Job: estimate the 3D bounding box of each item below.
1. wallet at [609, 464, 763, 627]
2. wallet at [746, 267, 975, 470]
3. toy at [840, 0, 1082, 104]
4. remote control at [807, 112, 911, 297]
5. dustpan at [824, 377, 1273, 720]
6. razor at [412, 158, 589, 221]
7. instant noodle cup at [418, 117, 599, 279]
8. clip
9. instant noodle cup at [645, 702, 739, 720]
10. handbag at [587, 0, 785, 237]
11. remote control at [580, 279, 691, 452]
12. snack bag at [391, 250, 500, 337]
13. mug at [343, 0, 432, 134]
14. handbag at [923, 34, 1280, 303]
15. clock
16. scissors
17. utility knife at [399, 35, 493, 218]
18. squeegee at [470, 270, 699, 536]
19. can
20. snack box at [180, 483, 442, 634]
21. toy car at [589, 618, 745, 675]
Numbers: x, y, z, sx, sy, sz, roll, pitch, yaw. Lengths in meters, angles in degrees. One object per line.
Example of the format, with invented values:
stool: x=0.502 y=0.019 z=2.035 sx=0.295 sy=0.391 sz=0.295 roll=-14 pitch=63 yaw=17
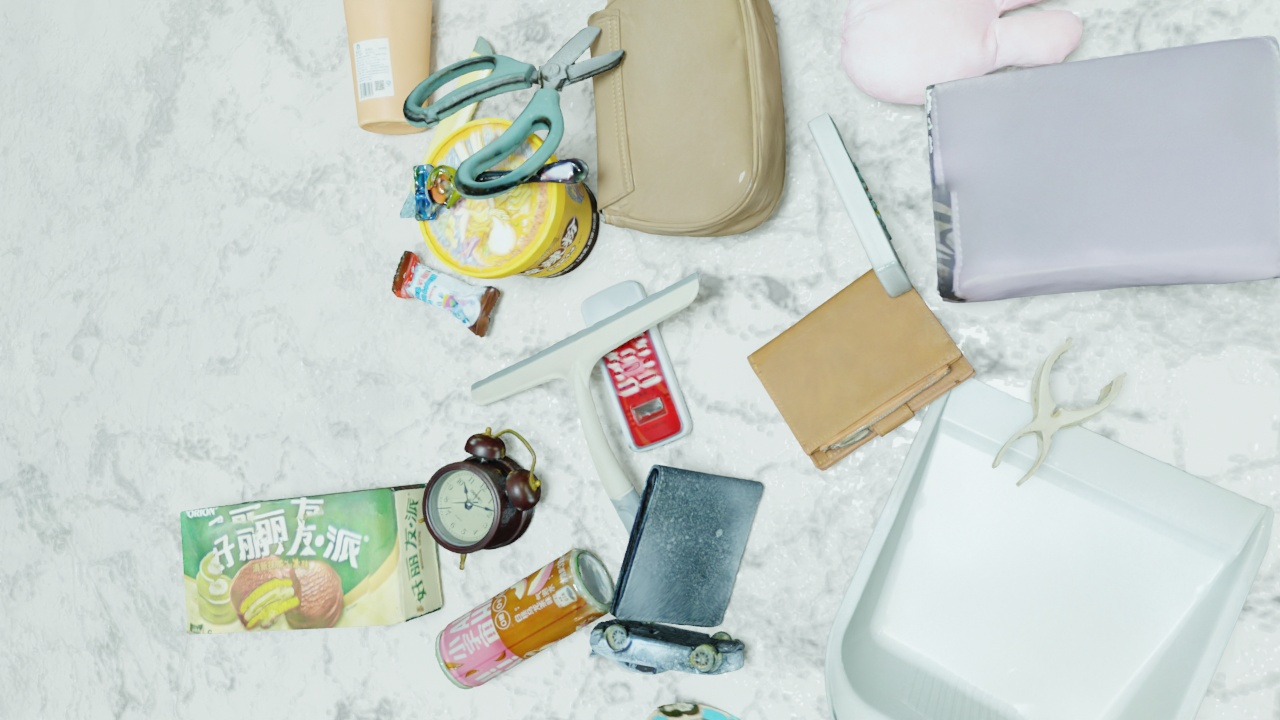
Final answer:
wallet: x=0.036 y=0.141 z=0.686 sx=0.019 sy=0.097 sz=0.121 roll=26 pitch=101 yaw=62
wallet: x=0.157 y=0.003 z=0.666 sx=0.132 sy=0.031 sz=0.107 roll=-37 pitch=66 yaw=16
toy: x=0.221 y=-0.237 z=0.641 sx=0.160 sy=0.054 sz=0.121 roll=3 pitch=79 yaw=22
remote control: x=0.155 y=-0.109 z=0.647 sx=0.019 sy=0.056 sz=0.135 roll=-26 pitch=65 yaw=17
dustpan: x=0.241 y=0.167 z=0.576 sx=0.223 sy=0.142 sz=0.258 roll=26 pitch=98 yaw=19
razor: x=-0.104 y=-0.128 z=0.657 sx=0.143 sy=0.022 sz=0.042 roll=-3 pitch=89 yaw=20
instant noodle cup: x=-0.096 y=-0.118 z=0.726 sx=0.119 sy=0.114 sz=0.118 roll=-1 pitch=87 yaw=20
clip: x=0.286 y=0.040 z=0.607 sx=0.089 sy=0.035 sz=0.104 roll=16 pitch=77 yaw=13
instant noodle cup: x=0.035 y=0.335 z=0.673 sx=0.111 sy=0.111 sz=0.120 roll=24 pitch=105 yaw=20
handbag: x=0.036 y=-0.192 z=0.693 sx=0.148 sy=0.099 sz=0.204 roll=-5 pitch=86 yaw=28
remote control: x=-0.004 y=0.004 z=0.738 sx=0.056 sy=0.020 sz=0.136 roll=-22 pitch=81 yaw=19
snack bag: x=-0.171 y=-0.059 z=0.800 sx=0.105 sy=0.026 sz=0.045 roll=24 pitch=93 yaw=18
mug: x=-0.219 y=-0.265 z=0.802 sx=0.078 sy=0.078 sz=0.123 roll=-1 pitch=92 yaw=21
handbag: x=0.289 y=-0.114 z=0.589 sx=0.197 sy=0.098 sz=0.145 roll=-3 pitch=85 yaw=20
clock: x=-0.128 y=0.110 z=0.761 sx=0.082 sy=0.055 sz=0.122 roll=44 pitch=106 yaw=17
scissors: x=-0.102 y=-0.194 z=0.669 sx=0.177 sy=0.019 sz=0.174 roll=26 pitch=71 yaw=28
utility knife: x=-0.172 y=-0.201 z=0.810 sx=0.031 sy=0.019 sz=0.175 roll=35 pitch=99 yaw=23
squeegee: x=-0.015 y=0.094 z=0.714 sx=0.247 sy=0.039 sz=0.246 roll=-24 pitch=87 yaw=33
can: x=-0.094 y=0.210 z=0.743 sx=0.147 sy=0.057 sz=0.058 roll=-34 pitch=77 yaw=16
snack box: x=-0.297 y=0.178 z=0.818 sx=0.240 sy=0.063 sz=0.114 roll=-8 pitch=84 yaw=21
toy car: x=0.020 y=0.221 z=0.702 sx=0.121 sy=0.054 sz=0.036 roll=3 pitch=86 yaw=20
